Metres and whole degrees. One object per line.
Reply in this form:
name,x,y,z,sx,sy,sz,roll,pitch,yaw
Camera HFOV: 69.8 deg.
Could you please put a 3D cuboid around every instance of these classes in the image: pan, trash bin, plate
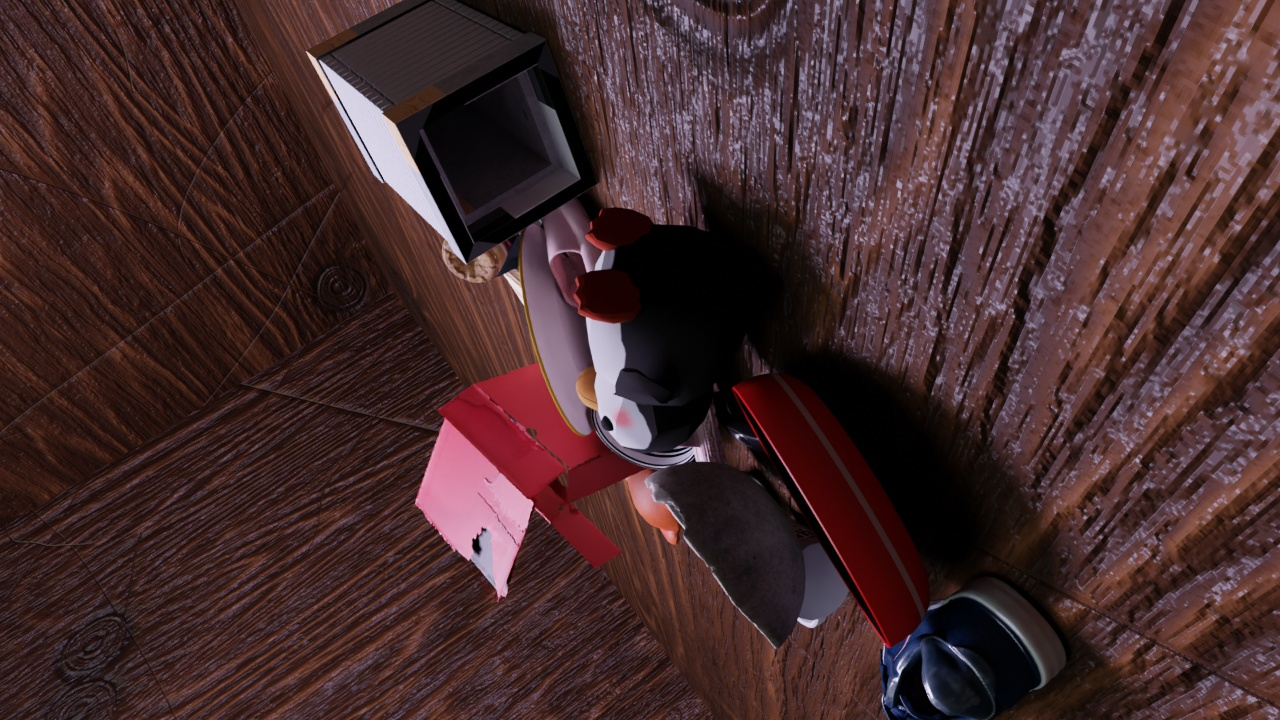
pan,0.120,0.079,0.723,0.209,0.067,0.356,59,-178,-20
trash bin,-0.181,-0.230,0.860,0.247,0.142,0.142,41,160,45
plate,-0.076,-0.035,0.965,0.229,0.021,0.230,-13,-91,-81

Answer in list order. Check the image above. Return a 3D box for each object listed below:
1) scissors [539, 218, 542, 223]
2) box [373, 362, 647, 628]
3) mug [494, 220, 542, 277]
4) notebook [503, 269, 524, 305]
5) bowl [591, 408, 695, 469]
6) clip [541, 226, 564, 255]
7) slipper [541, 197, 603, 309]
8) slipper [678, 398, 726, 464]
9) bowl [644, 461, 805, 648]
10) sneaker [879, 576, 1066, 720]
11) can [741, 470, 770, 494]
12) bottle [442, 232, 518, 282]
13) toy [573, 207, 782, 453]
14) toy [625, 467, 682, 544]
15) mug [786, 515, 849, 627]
scissors,-0.146,-0.202,0.999,0.148,0.019,0.122,29,-145,-17
box,-0.155,0.121,1.059,0.211,0.318,0.121,34,158,43
mug,-0.150,-0.137,1.038,0.121,0.085,0.095,39,139,-4
notebook,-0.090,-0.017,1.206,0.167,0.024,0.225,40,166,37
bowl,0.015,0.049,0.962,0.120,0.066,0.120,13,133,14
clip,-0.122,-0.121,1.143,0.174,0.030,0.159,56,164,1
slipper,-0.054,-0.083,0.895,0.107,0.055,0.221,70,175,-56
slipper,0.032,0.041,0.845,0.094,0.064,0.239,-108,1,-60
bowl,0.086,0.148,0.779,0.178,0.081,0.178,53,177,3
sneaker,0.217,0.261,0.701,0.120,0.127,0.295,51,167,23
can,0.097,0.156,0.969,0.063,0.063,0.114,53,165,11
bottle,-0.143,-0.151,0.917,0.060,0.165,0.060,10,138,9
toy,0.022,-0.003,0.698,0.184,0.140,0.158,97,-179,-46
toy,0.018,0.133,1.147,0.164,0.092,0.172,81,164,-54
mug,0.149,0.208,0.879,0.090,0.073,0.105,22,132,66
